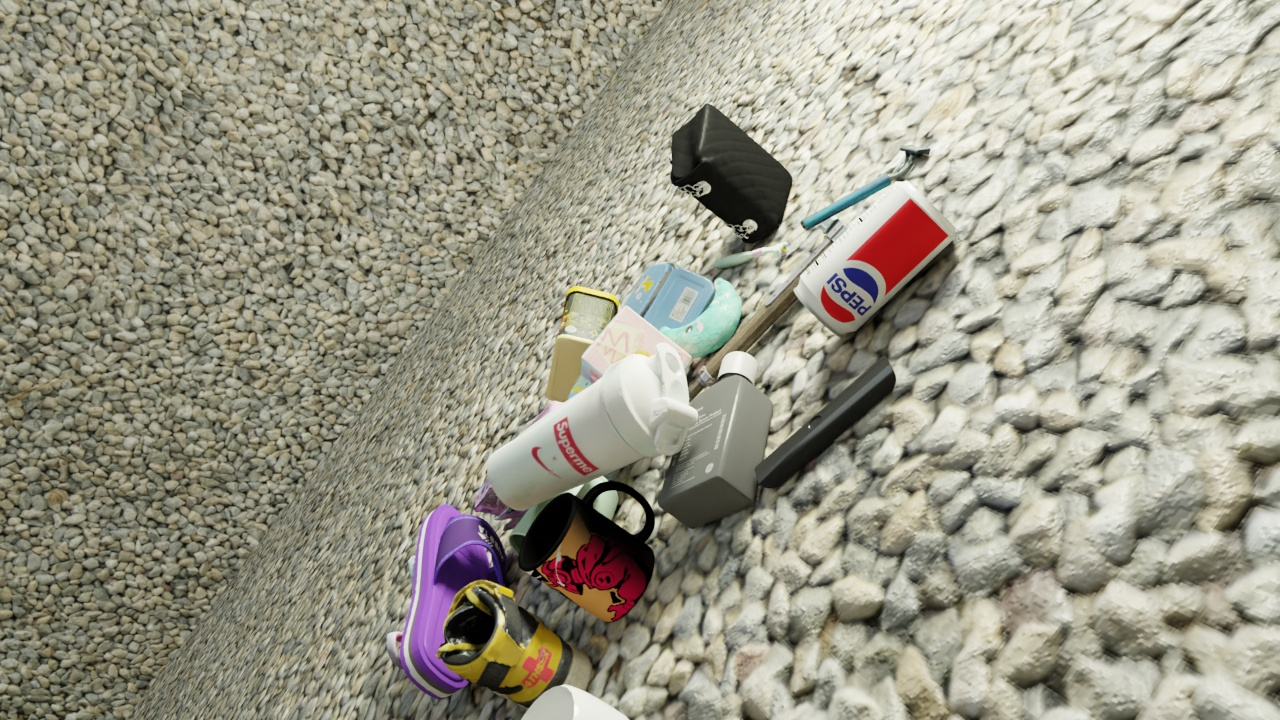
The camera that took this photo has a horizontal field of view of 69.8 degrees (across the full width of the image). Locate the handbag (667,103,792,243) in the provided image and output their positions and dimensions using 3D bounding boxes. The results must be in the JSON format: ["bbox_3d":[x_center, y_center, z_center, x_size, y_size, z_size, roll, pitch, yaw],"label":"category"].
[{"bbox_3d":[0.096,-0.213,1.126,0.115,0.153,0.124,-32,33,37],"label":"handbag"}]

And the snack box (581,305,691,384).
[{"bbox_3d":[-0.006,0.006,1.015,0.079,0.095,0.093,-50,-5,-11],"label":"snack box"}]

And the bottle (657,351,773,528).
[{"bbox_3d":[0.077,0.064,0.851,0.084,0.046,0.173,-33,28,43],"label":"bottle"}]

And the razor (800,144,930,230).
[{"bbox_3d":[0.226,-0.173,0.931,0.144,0.022,0.042,-33,20,3],"label":"razor"}]

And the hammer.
[{"bbox_3d":[0.107,-0.019,0.953,0.317,0.028,0.147,-47,20,14],"label":"hammer"}]

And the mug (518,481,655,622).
[{"bbox_3d":[-0.039,0.168,0.854,0.118,0.098,0.082,-53,20,-3],"label":"mug"}]

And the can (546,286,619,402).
[{"bbox_3d":[-0.080,-0.015,1.233,0.100,0.072,0.131,-79,3,-47],"label":"can"}]

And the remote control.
[{"bbox_3d":[0.152,0.052,0.753,0.147,0.015,0.033,-45,21,20],"label":"remote control"}]

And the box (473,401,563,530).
[{"bbox_3d":[-0.113,0.137,1.047,0.231,0.084,0.070,-47,33,44],"label":"box"}]

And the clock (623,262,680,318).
[{"bbox_3d":[0.021,-0.075,1.214,0.123,0.045,0.159,-47,22,14],"label":"clock"}]

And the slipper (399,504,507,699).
[{"bbox_3d":[-0.198,0.255,1.055,0.084,0.107,0.266,-35,25,16],"label":"slipper"}]

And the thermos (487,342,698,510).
[{"bbox_3d":[-0.046,0.074,0.873,0.221,0.099,0.099,-31,28,31],"label":"thermos"}]

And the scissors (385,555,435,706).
[{"bbox_3d":[-0.254,0.305,1.051,0.013,0.170,0.176,-14,66,5],"label":"scissors"}]

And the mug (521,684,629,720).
[{"bbox_3d":[-0.058,0.312,0.697,0.115,0.068,0.094,-54,20,-4],"label":"mug"}]

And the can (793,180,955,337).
[{"bbox_3d":[0.202,-0.087,0.797,0.132,0.070,0.070,-46,21,18],"label":"can"}]

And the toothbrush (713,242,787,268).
[{"bbox_3d":[0.129,-0.124,1.102,0.022,0.015,0.155,-56,20,-15],"label":"toothbrush"}]

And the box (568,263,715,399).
[{"bbox_3d":[-0.004,-0.024,1.102,0.125,0.043,0.209,22,76,38],"label":"box"}]

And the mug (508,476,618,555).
[{"bbox_3d":[-0.070,0.161,0.944,0.103,0.084,0.111,-53,-4,-31],"label":"mug"}]

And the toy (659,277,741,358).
[{"bbox_3d":[0.070,-0.042,1.039,0.105,0.033,0.085,-38,40,7],"label":"toy"}]

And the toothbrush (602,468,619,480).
[{"bbox_3d":[-0.062,0.095,1.131,0.027,0.026,0.222,-12,17,-11],"label":"toothbrush"}]

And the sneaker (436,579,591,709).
[{"bbox_3d":[-0.146,0.267,0.888,0.086,0.122,0.239,-58,21,-19],"label":"sneaker"}]
